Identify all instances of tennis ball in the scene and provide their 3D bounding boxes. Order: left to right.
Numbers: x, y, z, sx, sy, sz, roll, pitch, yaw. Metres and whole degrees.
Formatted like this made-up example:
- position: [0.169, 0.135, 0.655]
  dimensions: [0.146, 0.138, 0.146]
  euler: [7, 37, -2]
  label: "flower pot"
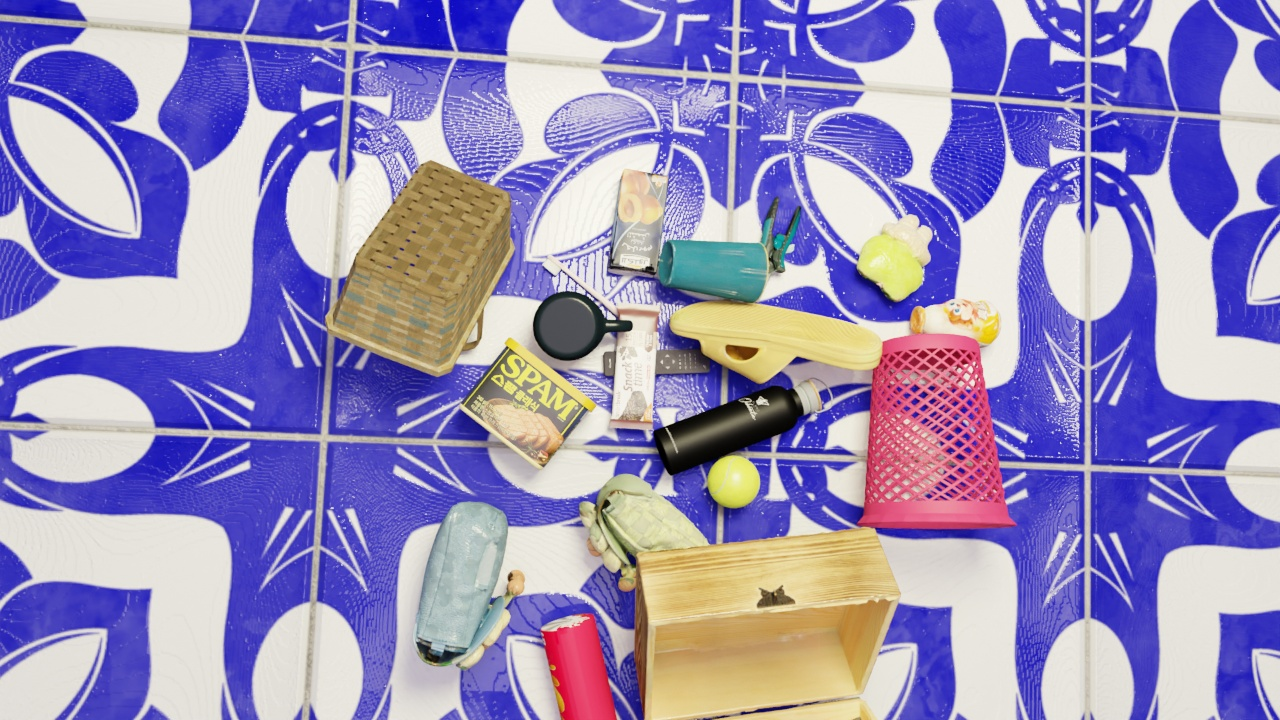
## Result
- position: [0.117, 0.152, 1.150]
  dimensions: [0.065, 0.065, 0.065]
  euler: [0, 85, -6]
  label: "tennis ball"

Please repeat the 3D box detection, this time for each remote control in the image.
- position: [0.021, 0.003, 1.176]
  dimensions: [0.136, 0.015, 0.032]
  euler: [-2, 86, -6]
  label: "remote control"

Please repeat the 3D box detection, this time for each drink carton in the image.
- position: [-0.002, -0.174, 1.175]
  dimensions: [0.064, 0.040, 0.130]
  euler: [8, 85, -5]
  label: "drink carton"

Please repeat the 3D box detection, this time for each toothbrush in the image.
- position: [-0.050, -0.074, 1.175]
  dimensions: [0.181, 0.015, 0.018]
  euler: [38, 89, -2]
  label: "toothbrush"

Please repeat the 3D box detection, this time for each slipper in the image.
- position: [0.166, -0.017, 1.151]
  dimensions: [0.263, 0.099, 0.078]
  euler: [10, 121, 9]
  label: "slipper"

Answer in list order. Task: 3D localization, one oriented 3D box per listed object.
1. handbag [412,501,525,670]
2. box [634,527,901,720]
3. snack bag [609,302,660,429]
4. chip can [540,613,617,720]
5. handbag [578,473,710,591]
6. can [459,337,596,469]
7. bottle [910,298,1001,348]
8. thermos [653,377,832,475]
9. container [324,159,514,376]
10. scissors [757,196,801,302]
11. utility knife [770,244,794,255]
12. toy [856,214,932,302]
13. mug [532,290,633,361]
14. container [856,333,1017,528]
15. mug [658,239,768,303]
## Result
- position: [-0.198, 0.266, 1.084]
  dimensions: [0.118, 0.122, 0.191]
  euler: [17, 79, -4]
  label: "handbag"
- position: [0.147, 0.400, 1.005]
  dimensions: [0.279, 0.283, 0.314]
  euler: [-6, 45, -7]
  label: "box"
- position: [-0.007, 0.007, 1.157]
  dimensions: [0.057, 0.013, 0.158]
  euler: [5, 85, -4]
  label: "snack bag"
- position: [-0.064, 0.424, 1.108]
  dimensions: [0.069, 0.069, 0.220]
  euler: [-13, 87, -7]
  label: "chip can"
- position: [0.006, 0.224, 1.112]
  dimensions: [0.186, 0.113, 0.117]
  euler: [42, 90, -2]
  label: "handbag"
- position: [-0.139, 0.054, 1.127]
  dimensions: [0.135, 0.075, 0.104]
  euler: [38, 85, -2]
  label: "can"
- position: [0.410, -0.050, 1.197]
  dimensions: [0.108, 0.063, 0.063]
  euler: [3, 85, -7]
  label: "bottle"
- position: [0.134, 0.077, 1.159]
  dimensions: [0.231, 0.061, 0.061]
  euler: [-20, 88, -7]
  label: "thermos"
- position: [-0.252, -0.091, 1.084]
  dimensions: [0.157, 0.187, 0.249]
  euler: [22, 46, -4]
  label: "container"
- position: [0.178, -0.146, 1.195]
  dimensions: [0.140, 0.019, 0.128]
  euler: [-25, 81, -13]
  label: "scissors"
- position: [0.117, -0.132, 1.200]
  dimensions: [0.179, 0.016, 0.022]
  euler: [-11, 87, -10]
  label: "utility knife"
- position: [0.340, -0.138, 1.207]
  dimensions: [0.092, 0.046, 0.115]
  euler: [38, 76, -3]
  label: "toy"
- position: [-0.070, -0.042, 1.122]
  dimensions: [0.121, 0.094, 0.085]
  euler: [1, 94, -2]
  label: "mug"
- position: [0.359, 0.091, 1.136]
  dimensions: [0.183, 0.183, 0.225]
  euler: [2, 78, -6]
  label: "container"
- position: [0.088, -0.116, 1.145]
  dimensions: [0.121, 0.078, 0.078]
  euler: [5, 85, -18]
  label: "mug"
